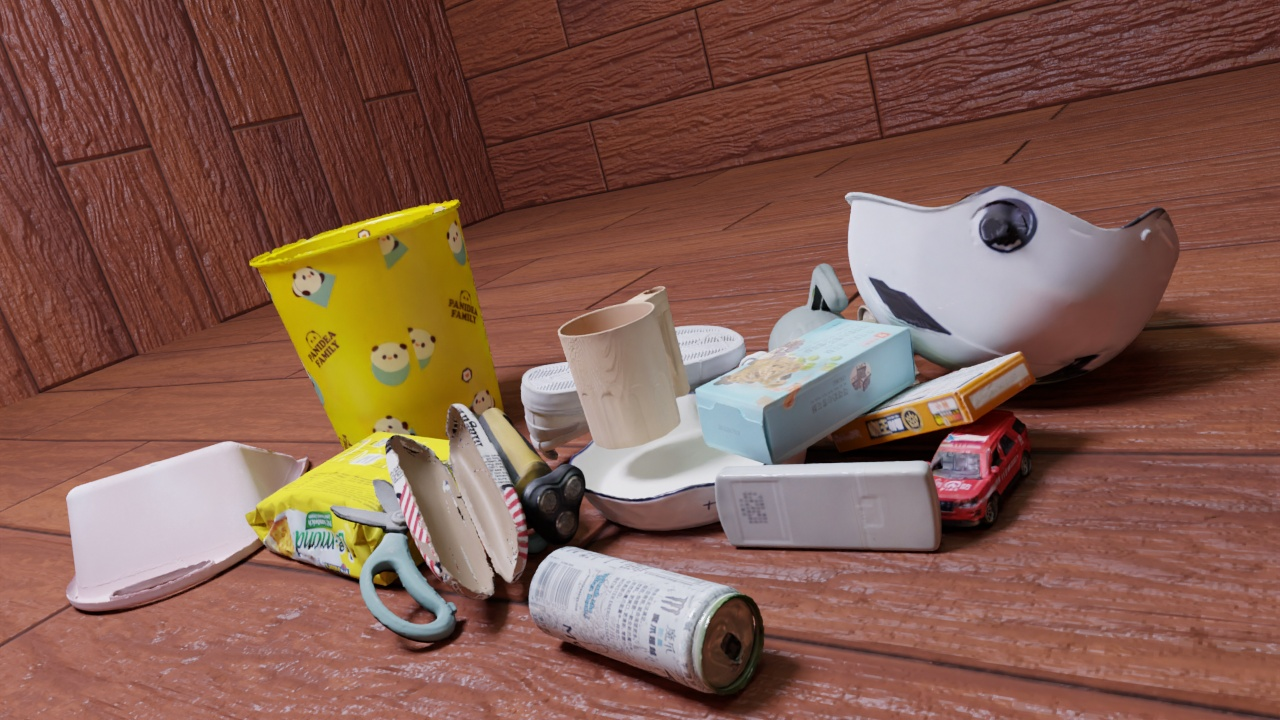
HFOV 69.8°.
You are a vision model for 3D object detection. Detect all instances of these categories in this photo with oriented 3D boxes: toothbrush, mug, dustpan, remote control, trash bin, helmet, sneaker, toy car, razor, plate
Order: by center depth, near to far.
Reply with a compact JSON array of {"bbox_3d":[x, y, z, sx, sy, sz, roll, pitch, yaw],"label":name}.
[{"bbox_3d":[0.122,0.097,0.613,0.150,0.058,0.021,-5,17,30],"label":"remote control"},{"bbox_3d":[0.227,0.072,0.628,0.053,0.045,0.120,-3,22,41],"label":"toy car"},{"bbox_3d":[-0.094,0.084,0.744,0.067,0.062,0.167,-40,35,-6],"label":"razor"},{"bbox_3d":[0.044,0.080,0.765,0.205,0.045,0.204,-15,17,4],"label":"plate"},{"bbox_3d":[0.293,-0.056,0.769,0.259,0.146,0.229,8,4,5],"label":"helmet"},{"bbox_3d":[-0.005,0.005,0.791,0.084,0.103,0.124,-2,21,38],"label":"mug"},{"bbox_3d":[0.166,-0.017,0.843,0.084,0.124,0.103,5,20,2],"label":"mug"},{"bbox_3d":[0.109,0.007,0.871,0.027,0.026,0.221,-15,-1,11],"label":"toothbrush"},{"bbox_3d":[0.001,0.034,0.898,0.241,0.091,0.089,-16,31,-25],"label":"sneaker"},{"bbox_3d":[-0.472,0.183,0.960,0.222,0.138,0.274,-19,-12,-8],"label":"dustpan"},{"bbox_3d":[-0.276,-0.025,1.026,0.230,0.255,0.229,-14,16,4],"label":"trash bin"}]

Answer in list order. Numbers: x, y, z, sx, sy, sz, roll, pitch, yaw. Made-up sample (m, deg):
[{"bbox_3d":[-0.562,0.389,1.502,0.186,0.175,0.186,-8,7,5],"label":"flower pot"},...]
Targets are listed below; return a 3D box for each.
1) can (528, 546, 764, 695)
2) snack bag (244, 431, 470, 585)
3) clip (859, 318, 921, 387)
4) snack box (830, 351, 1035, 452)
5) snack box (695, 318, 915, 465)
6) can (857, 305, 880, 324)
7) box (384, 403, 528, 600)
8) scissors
[{"bbox_3d":[-0.001,0.151,0.544,0.147,0.058,0.058,2,24,45],"label":"can"},{"bbox_3d":[-0.240,0.123,0.840,0.247,0.068,0.157,-1,22,44],"label":"snack bag"},{"bbox_3d":[0.230,-0.003,0.864,0.034,0.066,0.099,-15,27,2],"label":"clip"},{"bbox_3d":[0.216,0.035,0.698,0.075,0.026,0.154,-25,-2,-27],"label":"snack box"},{"bbox_3d":[0.131,0.020,0.713,0.174,0.052,0.074,-25,22,-33],"label":"snack box"},{"bbox_3d":[0.287,-0.046,0.937,0.116,0.058,0.058,-16,16,-5],"label":"can"},{"bbox_3d":[-0.125,0.096,0.677,0.087,0.076,0.163,-44,44,4],"label":"box"},{"bbox_3d":[-0.144,0.138,0.702,0.181,0.019,0.170,-9,37,-29],"label":"scissors"}]
